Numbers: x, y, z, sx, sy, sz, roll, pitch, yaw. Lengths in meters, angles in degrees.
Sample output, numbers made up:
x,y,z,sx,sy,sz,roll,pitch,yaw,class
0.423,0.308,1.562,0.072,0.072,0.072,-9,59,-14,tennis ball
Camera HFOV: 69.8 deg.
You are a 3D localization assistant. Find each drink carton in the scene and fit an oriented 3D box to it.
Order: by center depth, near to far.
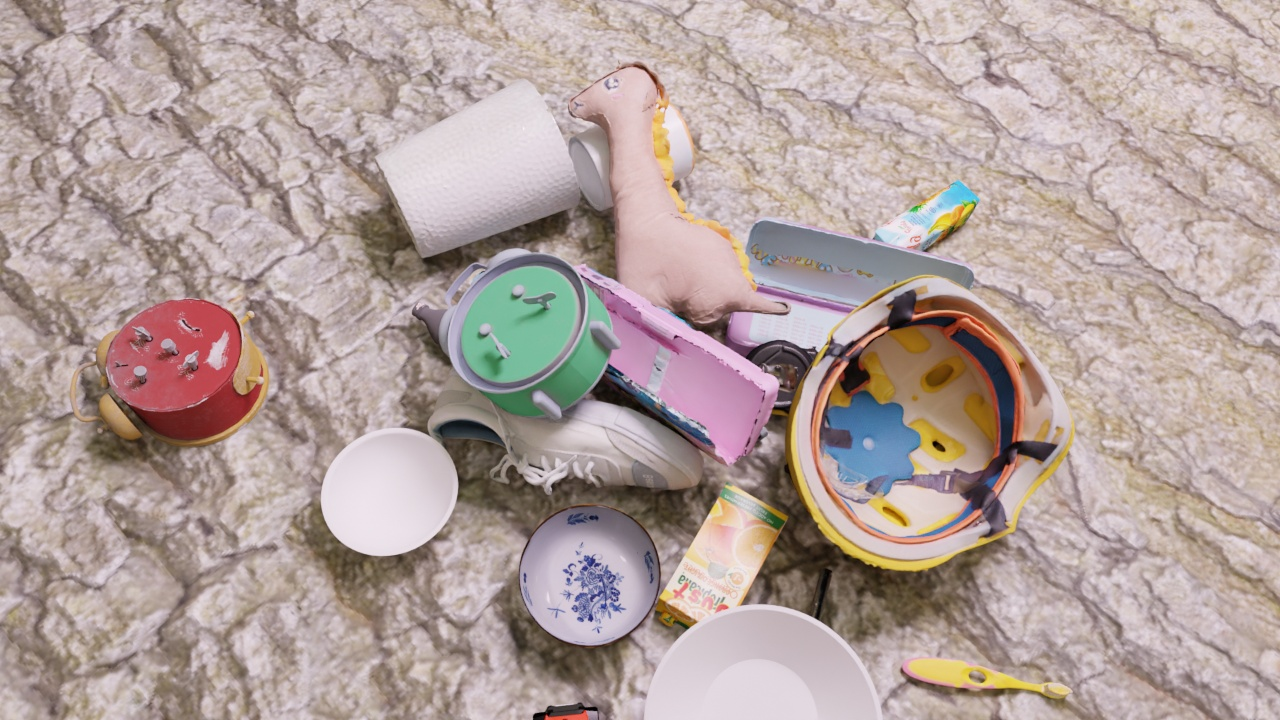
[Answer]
x,y,z,sx,sy,sz,roll,pitch,yaw,class
0.066,0.170,0.757,0.058,0.041,0.122,29,64,12,drink carton
0.288,-0.137,0.938,0.128,0.044,0.038,-31,68,-20,drink carton

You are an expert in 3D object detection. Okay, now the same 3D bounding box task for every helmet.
x,y,z,sx,sy,sz,roll,pitch,yaw,class
0.215,0.061,0.772,0.239,0.140,0.209,-43,88,-11,helmet

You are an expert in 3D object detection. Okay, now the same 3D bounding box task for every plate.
x,y,z,sx,sy,sz,roll,pitch,yaw,class
0.090,0.272,0.690,0.174,0.036,0.173,-1,78,4,plate

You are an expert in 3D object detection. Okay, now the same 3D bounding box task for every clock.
x,y,z,sx,sy,sz,roll,pitch,yaw,class
-0.102,-0.031,0.740,0.161,0.075,0.122,36,83,33,clock
-0.409,0.009,0.791,0.158,0.081,0.117,-14,63,-11,clock

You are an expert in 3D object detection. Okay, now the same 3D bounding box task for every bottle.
x,y,z,sx,sy,sz,roll,pitch,yaw,class
-0.164,-0.022,0.849,0.110,0.036,0.036,31,64,12,bottle

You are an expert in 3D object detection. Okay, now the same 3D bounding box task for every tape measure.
x,y,z,sx,sy,sz,roll,pitch,yaw,class
0.127,0.017,0.834,0.072,0.042,0.071,3,93,4,tape measure

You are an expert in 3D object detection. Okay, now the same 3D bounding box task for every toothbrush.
x,y,z,sx,sy,sz,roll,pitch,yaw,class
0.279,0.256,0.738,0.135,0.016,0.021,9,66,1,toothbrush

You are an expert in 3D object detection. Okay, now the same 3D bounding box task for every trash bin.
x,y,z,sx,sy,sz,roll,pitch,yaw,class
-0.160,-0.179,0.889,0.161,0.133,0.133,-26,66,-12,trash bin

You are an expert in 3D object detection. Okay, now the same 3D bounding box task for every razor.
x,y,z,sx,sy,sz,roll,pitch,yaw,class
0.140,0.219,0.748,0.042,0.026,0.105,18,58,8,razor

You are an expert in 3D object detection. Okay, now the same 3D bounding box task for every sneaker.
x,y,z,sx,sy,sz,roll,pitch,yaw,class
-0.069,0.077,0.779,0.242,0.090,0.090,19,66,14,sneaker

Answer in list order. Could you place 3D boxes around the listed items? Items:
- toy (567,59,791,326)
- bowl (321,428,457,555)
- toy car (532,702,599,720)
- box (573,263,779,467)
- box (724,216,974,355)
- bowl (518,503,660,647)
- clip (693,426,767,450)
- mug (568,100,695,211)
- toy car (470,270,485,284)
x,y,z,sx,sy,sz,roll,pitch,yaw,class
0.033,-0.155,0.858,0.196,0.065,0.264,-3,81,1,toy
-0.206,0.115,0.769,0.110,0.041,0.109,1,62,-2,bowl
-0.051,0.303,0.672,0.051,0.049,0.100,-4,61,-6,toy car
-0.006,0.005,0.776,0.230,0.085,0.090,33,30,29,box
0.197,-0.052,0.875,0.214,0.062,0.140,14,96,4,box
-0.041,0.178,0.743,0.114,0.045,0.114,1,61,-3,bowl
0.033,0.032,0.840,0.090,0.027,0.162,-35,68,-20,clip
-0.009,-0.209,0.936,0.105,0.082,0.082,-26,66,-16,mug
-0.112,-0.063,0.880,0.108,0.028,0.060,9,61,1,toy car
